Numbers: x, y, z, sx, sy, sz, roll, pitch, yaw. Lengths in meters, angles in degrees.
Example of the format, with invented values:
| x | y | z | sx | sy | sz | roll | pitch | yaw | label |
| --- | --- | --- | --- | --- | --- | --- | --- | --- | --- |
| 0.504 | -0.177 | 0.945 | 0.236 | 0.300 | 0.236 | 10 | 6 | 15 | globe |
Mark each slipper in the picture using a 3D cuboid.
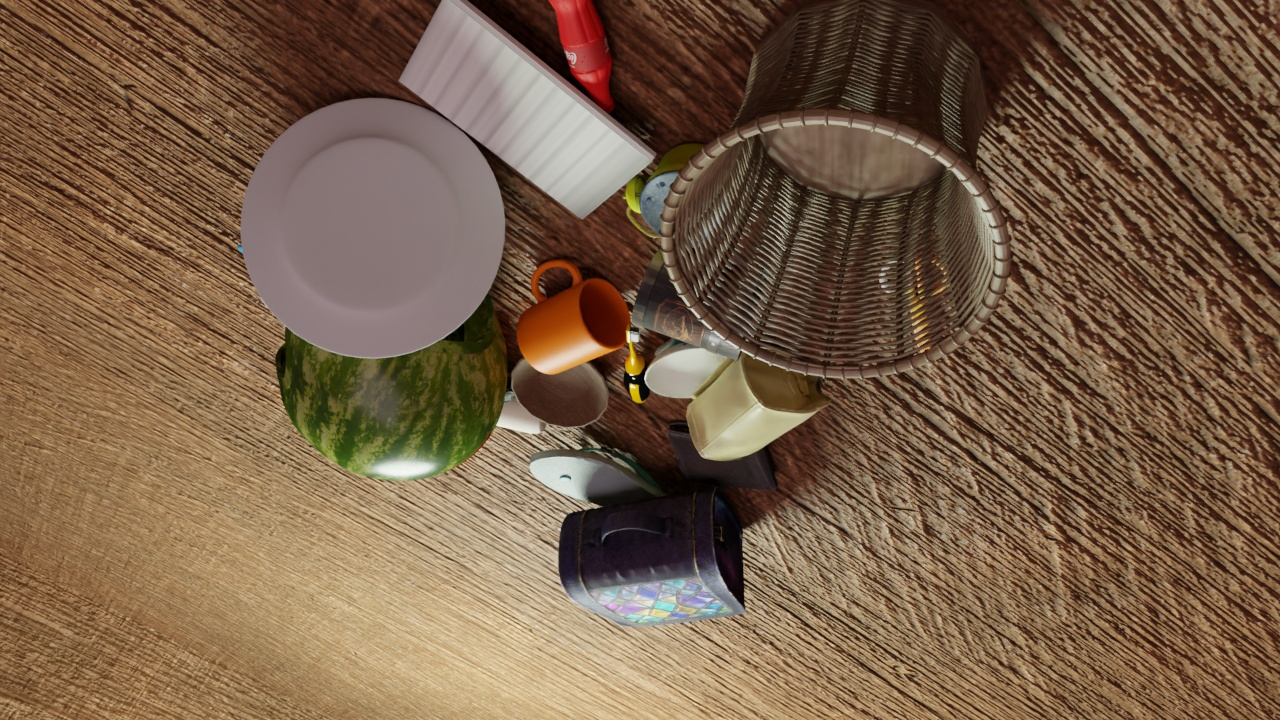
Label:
| x | y | z | sx | sy | sz | roll | pitch | yaw | label |
| --- | --- | --- | --- | --- | --- | --- | --- | --- | --- |
| -0.021 | 0.160 | 1.200 | 0.268 | 0.054 | 0.098 | 30 | 138 | -29 | slipper |

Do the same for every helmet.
| x | y | z | sx | sy | sz | roll | pitch | yaw | label |
| --- | --- | --- | --- | --- | --- | --- | --- | --- | --- |
| -0.262 | 0.013 | 0.980 | 0.243 | 0.212 | 0.248 | 38 | 126 | -1 | helmet |

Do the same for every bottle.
| x | y | z | sx | sy | sz | roll | pitch | yaw | label |
| --- | --- | --- | --- | --- | --- | --- | --- | --- | --- |
| -0.044 | -0.253 | 0.738 | 0.036 | 0.036 | 0.119 | 3 | 138 | 21 | bottle |
| -0.186 | 0.052 | 1.137 | 0.146 | 0.051 | 0.051 | 13 | 140 | 10 | bottle |

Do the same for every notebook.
| x | y | z | sx | sy | sz | roll | pitch | yaw | label |
| --- | --- | --- | --- | --- | --- | --- | --- | --- | --- |
| -0.102 | -0.214 | 0.804 | 0.209 | 0.009 | 0.143 | 36 | 152 | -17 | notebook |

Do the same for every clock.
| x | y | z | sx | sy | sz | roll | pitch | yaw | label |
| --- | --- | --- | --- | --- | --- | --- | --- | --- | --- |
| 0.035 | -0.141 | 0.815 | 0.119 | 0.056 | 0.083 | -25 | 123 | 41 | clock |

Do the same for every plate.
| x | y | z | sx | sy | sz | roll | pitch | yaw | label |
| --- | --- | --- | --- | --- | --- | --- | --- | --- | --- |
| 0.055 | 0.004 | 0.982 | 0.104 | 0.026 | 0.104 | -4 | 149 | -3 | plate |
| -0.247 | -0.124 | 0.842 | 0.242 | 0.242 | 0.016 | 22 | 177 | -1 | plate |

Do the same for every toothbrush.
| x | y | z | sx | sy | sz | roll | pitch | yaw | label |
| --- | --- | --- | --- | --- | --- | --- | --- | --- | --- |
| -0.006 | 0.006 | 0.984 | 0.031 | 0.031 | 0.197 | 11 | 159 | 8 | toothbrush |

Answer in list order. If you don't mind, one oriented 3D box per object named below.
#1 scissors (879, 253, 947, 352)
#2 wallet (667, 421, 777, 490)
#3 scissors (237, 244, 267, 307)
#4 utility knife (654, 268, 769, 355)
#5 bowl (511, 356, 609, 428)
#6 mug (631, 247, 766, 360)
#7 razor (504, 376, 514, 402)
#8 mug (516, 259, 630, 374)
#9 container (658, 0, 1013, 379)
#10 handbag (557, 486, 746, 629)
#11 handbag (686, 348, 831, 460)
| x | y | z | sx | sy | sz | roll | pitch | yaw | label |
| --- | --- | --- | --- | --- | --- | --- | --- | --- | --- |
| 0.257 | -0.049 | 0.857 | 0.064 | 0.013 | 0.128 | 1 | 136 | 23 | scissors |
| 0.099 | 0.114 | 1.103 | 0.120 | 0.031 | 0.099 | 2 | 134 | 26 | wallet |
| -0.423 | -0.092 | 1.109 | 0.137 | 0.011 | 0.134 | 21 | 139 | 1 | scissors |
| 0.072 | -0.048 | 0.941 | 0.022 | 0.015 | 0.182 | 28 | 138 | -18 | utility knife |
| -0.091 | 0.026 | 1.072 | 0.118 | 0.030 | 0.118 | 7 | 128 | 8 | bowl |
| 0.059 | -0.066 | 0.867 | 0.107 | 0.079 | 0.116 | 22 | 135 | 8 | mug |
| -0.222 | 0.019 | 1.106 | 0.151 | 0.067 | 0.054 | 9 | 154 | 22 | razor |
| -0.078 | -0.051 | 0.963 | 0.096 | 0.077 | 0.112 | -21 | 99 | 39 | mug |
| 0.148 | -0.134 | 0.663 | 0.227 | 0.195 | 0.227 | 12 | 140 | 10 | container |
| 0.020 | 0.245 | 1.162 | 0.205 | 0.125 | 0.222 | -13 | 144 | 21 | handbag |
| 0.121 | 0.047 | 0.968 | 0.111 | 0.081 | 0.120 | 5 | 146 | -32 | handbag |
